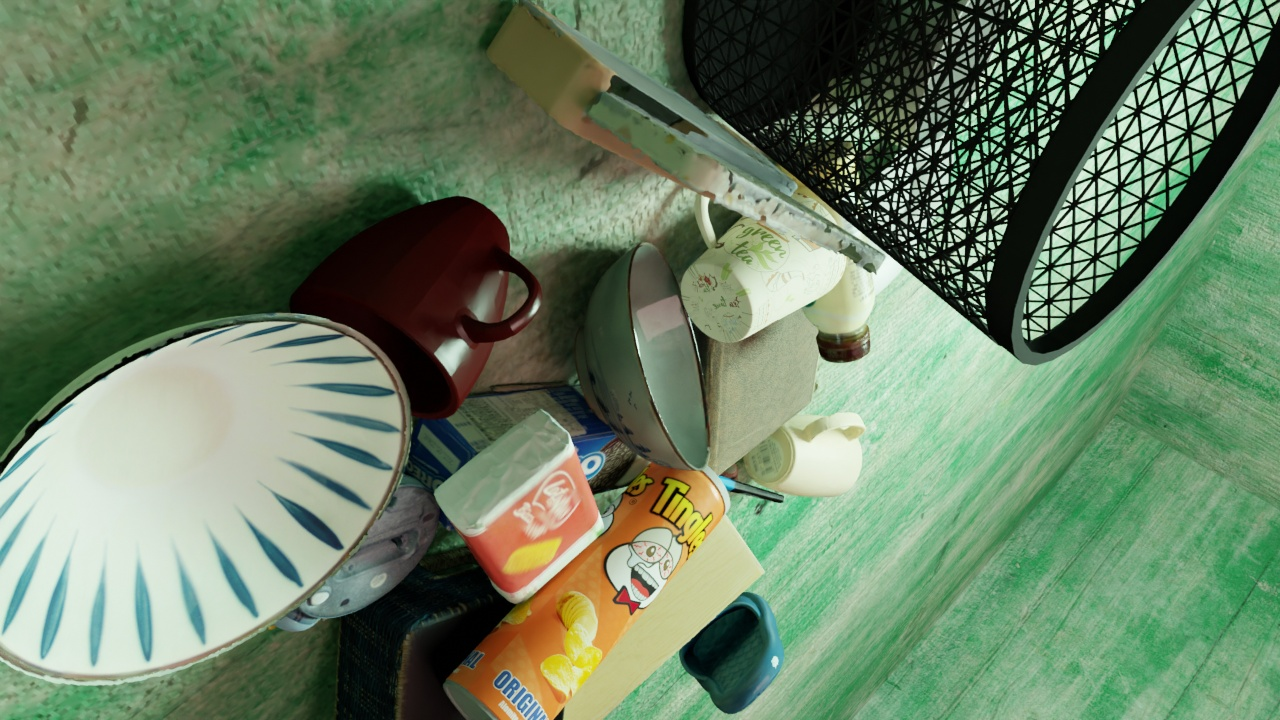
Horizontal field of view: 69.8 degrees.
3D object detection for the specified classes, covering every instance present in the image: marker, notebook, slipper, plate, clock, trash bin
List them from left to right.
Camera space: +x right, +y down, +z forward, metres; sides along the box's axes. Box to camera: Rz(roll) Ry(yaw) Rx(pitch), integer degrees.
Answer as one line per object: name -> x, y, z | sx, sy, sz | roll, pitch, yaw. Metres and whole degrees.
clock -> -0.163, 0.101, 0.503 | 0.088, 0.052, 0.125 | -16, 135, -48
slipper -> 0.083, 0.265, 0.869 | 0.103, 0.059, 0.214 | -46, -177, -5
marker -> 0.092, 0.121, 0.867 | 0.123, 0.018, 0.015 | 19, 74, -36
notebook -> 0.085, 0.011, 0.767 | 0.189, 0.034, 0.216 | -35, 145, -27
plate -> 0.222, -0.129, 0.827 | 0.172, 0.019, 0.173 | -34, 145, -29
trash bin -> 0.163, -0.155, 0.481 | 0.216, 0.243, 0.217 | -30, 143, -27

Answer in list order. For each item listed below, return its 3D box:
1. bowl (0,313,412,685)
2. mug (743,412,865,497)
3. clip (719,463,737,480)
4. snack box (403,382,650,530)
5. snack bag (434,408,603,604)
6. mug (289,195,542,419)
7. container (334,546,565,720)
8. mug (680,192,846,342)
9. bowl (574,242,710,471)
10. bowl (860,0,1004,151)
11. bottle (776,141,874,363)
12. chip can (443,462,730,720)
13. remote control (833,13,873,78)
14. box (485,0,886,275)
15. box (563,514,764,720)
bowl -> -0.191, 0.042, 0.384 | 0.176, 0.071, 0.178 | -35, 145, -29
mug -> 0.165, 0.085, 0.897 | 0.104, 0.085, 0.112 | 6, 142, -45
clip -> 0.072, 0.119, 0.880 | 0.057, 0.022, 0.035 | -46, 147, -23
snack box -> -0.049, 0.054, 0.607 | 0.225, 0.059, 0.059 | -3, 128, -53
snack bag -> -0.065, 0.087, 0.525 | 0.077, 0.036, 0.116 | -39, 148, -18
mug -> -0.088, -0.032, 0.420 | 0.088, 0.114, 0.087 | -60, 140, -31
container -> -0.121, 0.227, 0.611 | 0.145, 0.071, 0.187 | -7, 108, -47
mug -> 0.073, -0.078, 0.618 | 0.097, 0.081, 0.122 | -36, 114, -37
bowl -> -0.003, 0.003, 0.579 | 0.057, 0.150, 0.151 | -14, 153, 15
bowl -> 0.200, -0.222, 0.648 | 0.131, 0.064, 0.132 | -44, 152, -30
bottle -> 0.140, -0.077, 0.676 | 0.056, 0.057, 0.162 | -32, 121, -32
chip can -> -0.028, 0.147, 0.584 | 0.209, 0.062, 0.062 | -44, 150, -31
remote control -> 0.148, -0.247, 0.611 | 0.039, 0.010, 0.125 | -25, 140, -39
box -> 0.034, -0.100, 0.470 | 0.043, 0.148, 0.216 | -49, 152, 19
box -> -0.007, 0.240, 0.814 | 0.247, 0.096, 0.261 | -39, 154, -6
